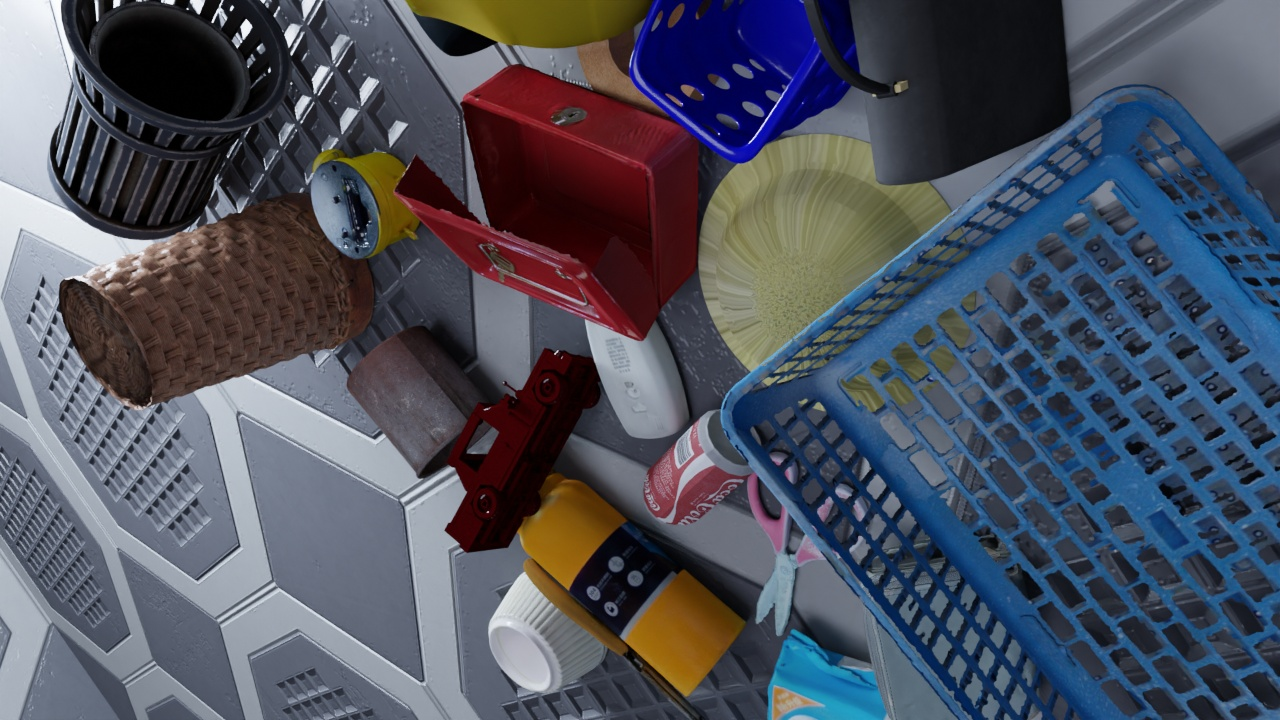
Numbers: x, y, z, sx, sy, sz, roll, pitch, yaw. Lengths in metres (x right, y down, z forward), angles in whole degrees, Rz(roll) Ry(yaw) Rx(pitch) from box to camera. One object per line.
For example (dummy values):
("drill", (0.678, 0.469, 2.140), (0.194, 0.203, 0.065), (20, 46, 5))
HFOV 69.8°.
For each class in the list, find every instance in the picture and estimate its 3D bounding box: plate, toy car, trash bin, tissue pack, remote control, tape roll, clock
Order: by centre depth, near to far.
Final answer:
("tape roll", (0.006, -0.196, 0.562), (0.094, 0.027, 0.094), (18, 124, 29))
("plate", (0.106, -0.042, 0.564), (0.184, 0.036, 0.185), (18, 124, 29))
("remote control", (-0.004, 0.004, 0.680), (0.060, 0.028, 0.114), (-11, 107, 41))
("tissue pack", (0.157, 0.305, 0.700), (0.117, 0.065, 0.210), (14, 120, 31))
("toy car", (-0.096, 0.063, 0.714), (0.062, 0.070, 0.170), (33, 99, 26))
("clock", (-0.237, -0.133, 0.766), (0.119, 0.057, 0.083), (14, 123, 31))
("trash bin", (-0.425, -0.214, 0.802), (0.228, 0.163, 0.164), (-30, 94, 47))
("trash bin", (-0.365, -0.048, 0.809), (0.151, 0.209, 0.151), (19, 125, 29))

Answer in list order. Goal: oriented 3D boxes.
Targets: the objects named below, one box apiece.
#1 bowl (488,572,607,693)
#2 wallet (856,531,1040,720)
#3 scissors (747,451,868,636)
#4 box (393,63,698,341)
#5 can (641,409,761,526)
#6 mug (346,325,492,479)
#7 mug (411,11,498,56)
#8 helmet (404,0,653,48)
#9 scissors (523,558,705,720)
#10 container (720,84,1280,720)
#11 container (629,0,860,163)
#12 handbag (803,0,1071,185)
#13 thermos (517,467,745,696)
("bowl", (-0.095, 0.264, 0.872), (0.115, 0.062, 0.115), (18, 124, 29))
("wallet", (0.198, 0.179, 0.590), (0.100, 0.054, 0.132), (-10, 110, 13))
("scissors", (0.121, 0.152, 0.676), (0.101, 0.016, 0.179), (18, 123, 29))
("box", (-0.046, -0.103, 0.603), (0.157, 0.126, 0.137), (24, 164, 23))
("can", (0.043, 0.081, 0.670), (0.054, 0.053, 0.097), (47, 133, 7))
("mug", (-0.191, 0.039, 0.816), (0.110, 0.096, 0.123), (54, 165, 8))
("mug", (-0.100, -0.263, 0.580), (0.122, 0.085, 0.094), (-28, 97, 15))
("helmet", (-0.021, -0.260, 0.444), (0.139, 0.209, 0.240), (27, 94, -1))
("scissors", (-0.008, 0.243, 0.770), (0.229, 0.016, 0.114), (36, 176, 29))
("container", (0.249, 0.082, 0.456), (0.258, 0.089, 0.362), (-41, 86, 29))
("container", (0.067, -0.168, 0.470), (0.084, 0.113, 0.085), (41, 132, 9))
("handbag", (0.112, -0.163, 0.382), (0.072, 0.195, 0.176), (1, 114, 38))
("thermos", (-0.029, 0.174, 0.761), (0.233, 0.076, 0.092), (38, 126, 14))
